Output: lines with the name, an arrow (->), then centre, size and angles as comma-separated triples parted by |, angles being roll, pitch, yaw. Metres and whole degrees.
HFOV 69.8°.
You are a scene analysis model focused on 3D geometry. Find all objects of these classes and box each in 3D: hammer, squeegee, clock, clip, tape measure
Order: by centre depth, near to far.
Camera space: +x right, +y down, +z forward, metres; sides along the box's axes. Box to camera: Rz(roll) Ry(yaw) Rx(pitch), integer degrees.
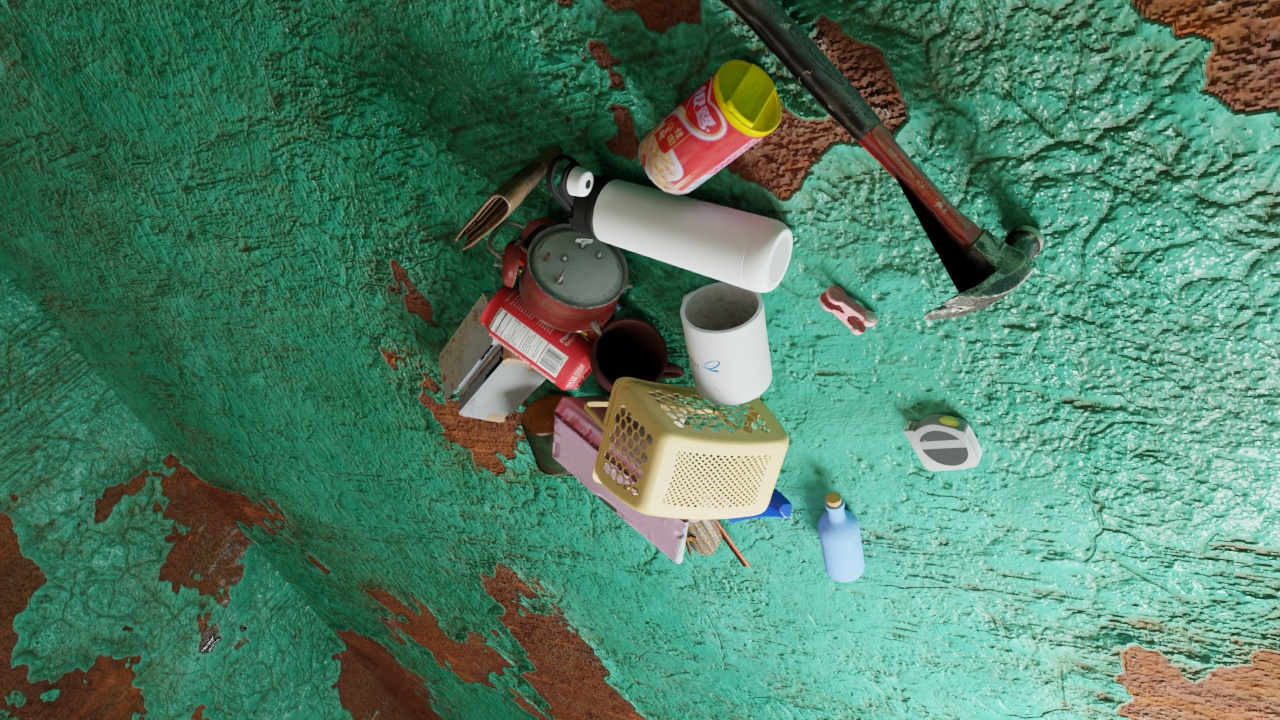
hammer -> 0.169, -0.169, 0.695 | 0.326, 0.140, 0.036 | 48, 144, 1
clip -> 0.196, -0.046, 0.875 | 0.060, 0.023, 0.044 | 24, 140, 11
tape measure -> 0.303, 0.082, 0.921 | 0.065, 0.016, 0.064 | -11, 122, 47
clock -> -0.087, -0.102, 0.978 | 0.157, 0.109, 0.062 | 31, 145, 1
squeegee -> 0.125, 0.173, 1.140 | 0.249, 0.055, 0.185 | 55, 157, -17

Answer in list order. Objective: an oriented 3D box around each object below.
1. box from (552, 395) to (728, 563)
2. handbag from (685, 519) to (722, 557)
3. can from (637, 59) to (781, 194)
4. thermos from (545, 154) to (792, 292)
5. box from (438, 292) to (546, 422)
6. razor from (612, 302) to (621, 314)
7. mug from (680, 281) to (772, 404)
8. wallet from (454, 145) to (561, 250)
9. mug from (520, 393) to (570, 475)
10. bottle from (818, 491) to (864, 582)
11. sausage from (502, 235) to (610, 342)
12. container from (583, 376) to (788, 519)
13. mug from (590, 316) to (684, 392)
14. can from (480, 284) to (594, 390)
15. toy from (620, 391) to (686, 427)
box -> -0.015, 0.145, 1.129 | 0.233, 0.099, 0.107 | 35, 110, 27
handbag -> 0.025, 0.211, 1.261 | 0.196, 0.043, 0.093 | 13, 141, 50
can -> 0.058, -0.197, 0.789 | 0.066, 0.066, 0.125 | 47, 144, -11
thermos -> 0.025, -0.134, 0.875 | 0.230, 0.068, 0.101 | 20, 166, 25
box -> -0.201, 0.000, 1.256 | 0.114, 0.095, 0.218 | 16, 151, -22
razor -> -0.073, -0.107, 1.043 | 0.141, 0.018, 0.044 | 43, 170, -1
mug -> 0.080, -0.026, 0.956 | 0.119, 0.083, 0.096 | 44, 156, 45
wallet -> -0.140, -0.170, 0.964 | 0.027, 0.098, 0.121 | 45, 144, -12
mug -> -0.121, 0.093, 1.255 | 0.111, 0.084, 0.081 | 36, 150, 47
bottle -> 0.236, 0.205, 1.087 | 0.048, 0.047, 0.131 | 12, 136, 32
sausage -> -0.098, -0.083, 1.073 | 0.155, 0.040, 0.040 | 44, 144, -7
container -> 0.044, 0.088, 0.998 | 0.167, 0.183, 0.129 | 42, 122, 55
mug -> -0.006, 0.006, 1.070 | 0.114, 0.087, 0.088 | 12, 164, -8
can -> -0.120, -0.029, 1.120 | 0.142, 0.074, 0.075 | 36, 144, 3
toy -> 0.014, 0.059, 1.115 | 0.087, 0.050, 0.112 | 15, 168, 34
